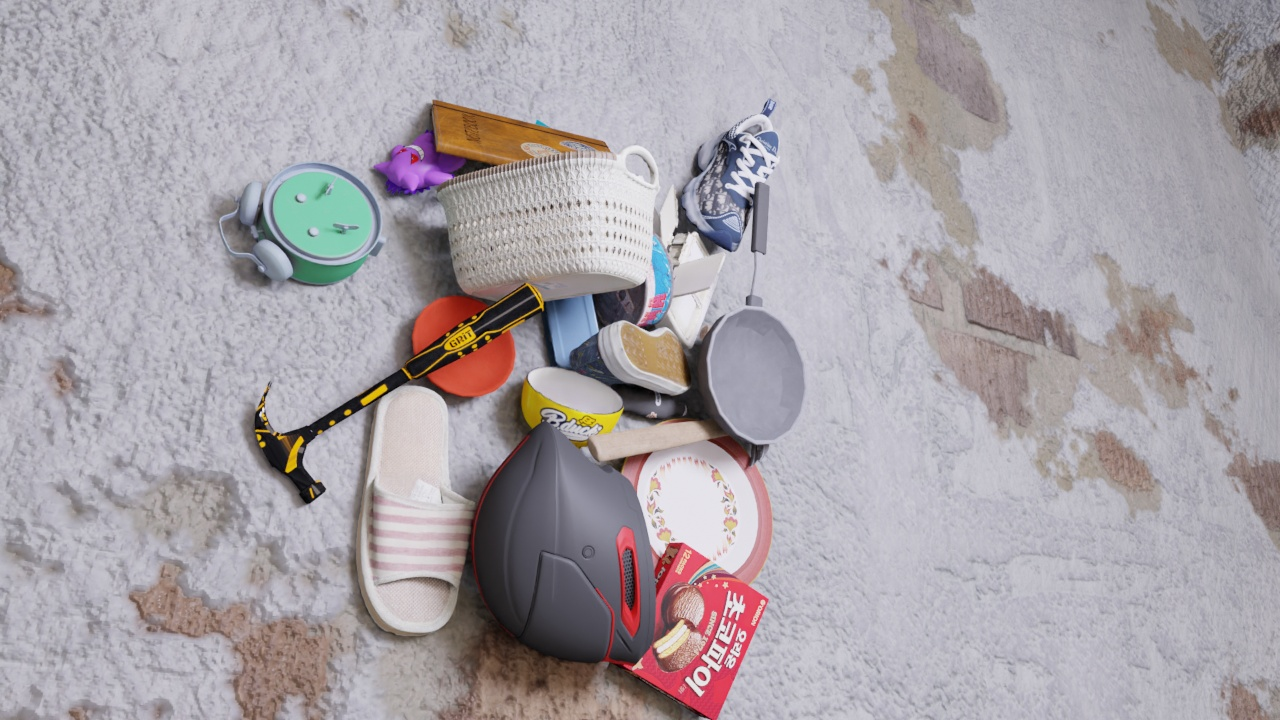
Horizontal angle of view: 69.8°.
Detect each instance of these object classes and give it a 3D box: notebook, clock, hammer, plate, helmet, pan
[{"bbox_3d":[-0.133,-0.268,1.144,0.249,0.014,0.178,9,29,-21],"label":"notebook"},{"bbox_3d":[-0.361,-0.144,0.977,0.161,0.076,0.122,-16,79,-36],"label":"clock"},{"bbox_3d":[0.056,0.086,1.112,0.330,0.031,0.119,-3,60,-52],"label":"hammer"},{"bbox_3d":[0.068,0.185,1.145,0.229,0.021,0.229,13,63,-28],"label":"plate"},{"bbox_3d":[-0.088,0.195,0.948,0.169,0.164,0.264,-5,90,-18],"label":"helmet"},{"bbox_3d":[0.146,-0.065,1.192,0.178,0.041,0.356,16,72,-35],"label":"pan"},{"bbox_3d":[-0.240,0.010,0.945,0.320,0.036,0.123,-34,90,-14],"label":"hammer"}]

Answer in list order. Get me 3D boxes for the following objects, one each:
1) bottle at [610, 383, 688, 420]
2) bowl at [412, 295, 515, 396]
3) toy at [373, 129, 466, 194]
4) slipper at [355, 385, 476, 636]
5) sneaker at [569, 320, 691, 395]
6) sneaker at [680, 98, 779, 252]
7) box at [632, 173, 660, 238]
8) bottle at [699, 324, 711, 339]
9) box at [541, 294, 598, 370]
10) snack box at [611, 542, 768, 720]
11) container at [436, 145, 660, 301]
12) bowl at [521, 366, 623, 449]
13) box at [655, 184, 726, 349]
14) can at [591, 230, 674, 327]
[{"bbox_3d":[0.011,0.054,1.155,0.109,0.036,0.036,13,63,-28],"label":"bottle"},{"bbox_3d":[-0.205,-0.011,1.045,0.122,0.035,0.121,13,63,-28],"label":"bowl"},{"bbox_3d":[-0.263,-0.228,1.090,0.106,0.056,0.087,33,44,27],"label":"toy"},{"bbox_3d":[-0.230,0.147,0.950,0.115,0.052,0.262,6,66,-29],"label":"slipper"},{"bbox_3d":[-0.007,0.006,1.106,0.235,0.079,0.087,12,60,-66],"label":"sneaker"},{"bbox_3d":[0.143,-0.267,1.291,0.103,0.133,0.268,33,41,-18],"label":"sneaker"},{"bbox_3d":[-0.037,-0.209,1.221,0.084,0.112,0.162,-26,99,-34],"label":"box"},{"bbox_3d":[0.138,-0.012,1.248,0.131,0.061,0.061,26,58,-24],"label":"bottle"},{"bbox_3d":[-0.098,-0.078,1.157,0.066,0.049,0.209,-6,70,-15],"label":"box"},{"bbox_3d":[0.059,0.310,1.056,0.132,0.036,0.151,36,66,-16],"label":"snack box"},{"bbox_3d":[-0.101,-0.150,1.044,0.184,0.247,0.142,9,77,-62],"label":"container"},{"bbox_3d":[-0.085,0.062,1.059,0.117,0.068,0.117,18,19,-7],"label":"bowl"},{"bbox_3d":[0.068,-0.112,1.190,0.095,0.186,0.145,12,58,14],"label":"box"},{"bbox_3d":[-0.016,-0.103,1.147,0.044,0.130,0.130,-13,77,-36],"label":"can"}]
